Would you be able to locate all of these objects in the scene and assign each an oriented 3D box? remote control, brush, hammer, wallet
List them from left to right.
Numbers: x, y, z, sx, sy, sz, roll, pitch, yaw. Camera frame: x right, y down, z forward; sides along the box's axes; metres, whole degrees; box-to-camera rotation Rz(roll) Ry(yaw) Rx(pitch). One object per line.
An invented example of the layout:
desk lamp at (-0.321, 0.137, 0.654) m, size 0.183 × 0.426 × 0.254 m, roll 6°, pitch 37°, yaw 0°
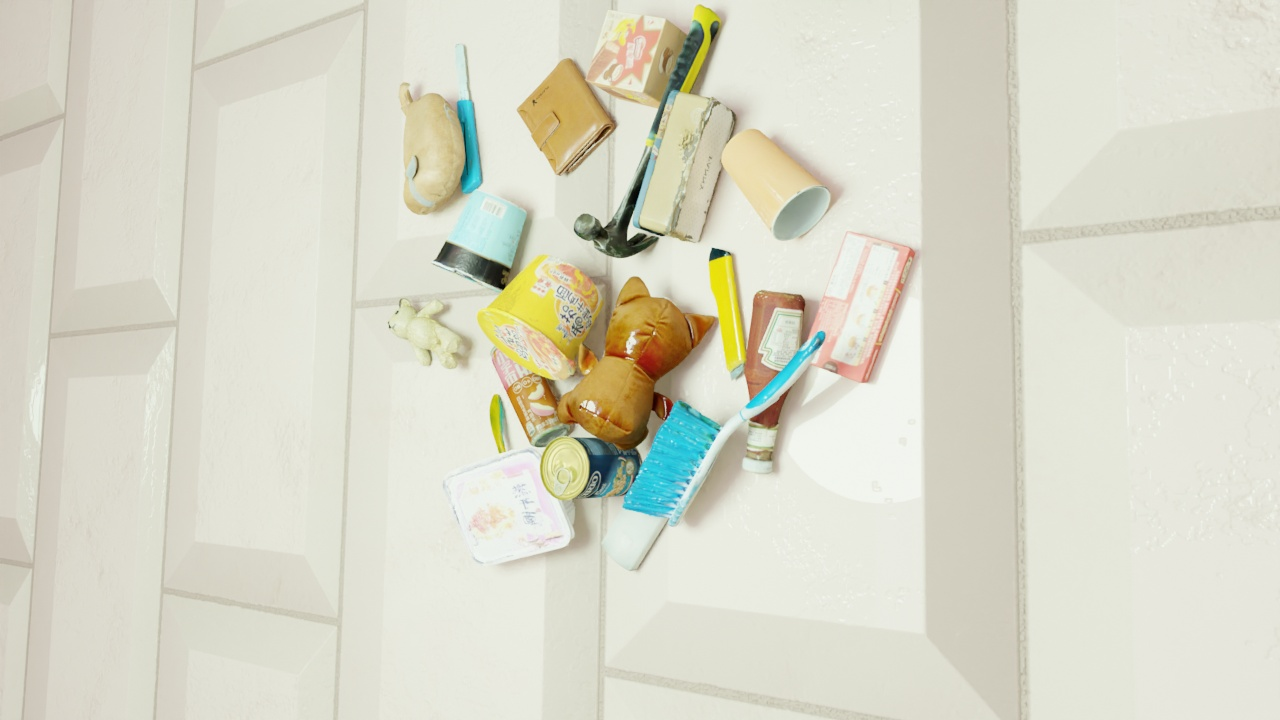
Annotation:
wallet at (-0.103, -0.329, 1.245) m, size 0.108 × 0.031 × 0.131 m, roll -39°, pitch 65°, yaw 22°
remote control at (0.004, 0.192, 1.131) m, size 0.056 × 0.019 × 0.135 m, roll 37°, pitch 105°, yaw 30°
hammer at (0.023, -0.276, 1.123) m, size 0.032 × 0.126 × 0.323 m, roll 22°, pitch 87°, yaw 34°
brush at (0.085, 0.070, 1.015) m, size 0.109 × 0.060 × 0.315 m, roll 30°, pitch 120°, yaw 7°

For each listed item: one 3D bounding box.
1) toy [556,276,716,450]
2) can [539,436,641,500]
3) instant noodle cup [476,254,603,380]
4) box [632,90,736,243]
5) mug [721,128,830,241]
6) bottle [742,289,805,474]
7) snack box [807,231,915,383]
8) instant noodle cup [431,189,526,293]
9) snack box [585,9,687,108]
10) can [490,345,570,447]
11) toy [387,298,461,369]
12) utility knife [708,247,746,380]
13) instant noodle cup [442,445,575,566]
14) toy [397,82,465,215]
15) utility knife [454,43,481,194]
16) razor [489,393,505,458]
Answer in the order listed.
toy at (-0.006, 0.006, 1.098) m, size 0.140 × 0.130 × 0.199 m, roll 27°, pitch 86°, yaw -5°
can at (-0.059, 0.131, 1.124) m, size 0.075 × 0.111 × 0.075 m, roll -4°, pitch 83°, yaw 35°
instant noodle cup at (-0.120, -0.058, 1.160) m, size 0.138 × 0.138 × 0.109 m, roll 18°, pitch 62°, yaw 33°
box at (0.052, -0.223, 1.098) m, size 0.061 × 0.089 × 0.184 m, roll 22°, pitch 96°, yaw 26°
mug at (0.149, -0.205, 1.044) m, size 0.078 × 0.078 × 0.122 m, roll -46°, pitch 58°, yaw 21°
bottle at (0.144, 0.025, 1.034) m, size 0.060 × 0.059 × 0.206 m, roll 11°, pitch 97°, yaw 33°
snack box at (0.236, -0.058, 0.999) m, size 0.075 × 0.025 × 0.153 m, roll 22°, pitch 98°, yaw 32°
instant noodle cup at (-0.214, -0.166, 1.265) m, size 0.111 × 0.111 × 0.120 m, roll 22°, pitch 89°, yaw 33°
snack box at (0.001, -0.376, 1.152) m, size 0.094 × 0.077 × 0.093 m, roll 23°, pitch 98°, yaw 32°
can at (-0.148, 0.041, 1.221) m, size 0.058 × 0.057 × 0.147 m, roll -39°, pitch 66°, yaw 24°
toy at (-0.310, -0.035, 1.330) m, size 0.157 × 0.066 × 0.105 m, roll 29°, pitch 119°, yaw 39°
utility knife at (0.104, -0.057, 1.092) m, size 0.033 × 0.015 × 0.163 m, roll -14°, pitch 79°, yaw 37°
instant noodle cup at (-0.163, 0.185, 1.202) m, size 0.174 × 0.060 × 0.138 m, roll -20°, pitch 93°, yaw 29°
toy at (-0.312, -0.327, 1.346) m, size 0.144 × 0.082 × 0.225 m, roll -31°, pitch 60°, yaw 40°
utility knife at (-0.260, -0.362, 1.357) m, size 0.034 × 0.018 × 0.236 m, roll -14°, pitch 77°, yaw 33°
razor at (-0.188, 0.107, 1.262) m, size 0.043 × 0.028 × 0.132 m, roll -27°, pitch 70°, yaw 32°
